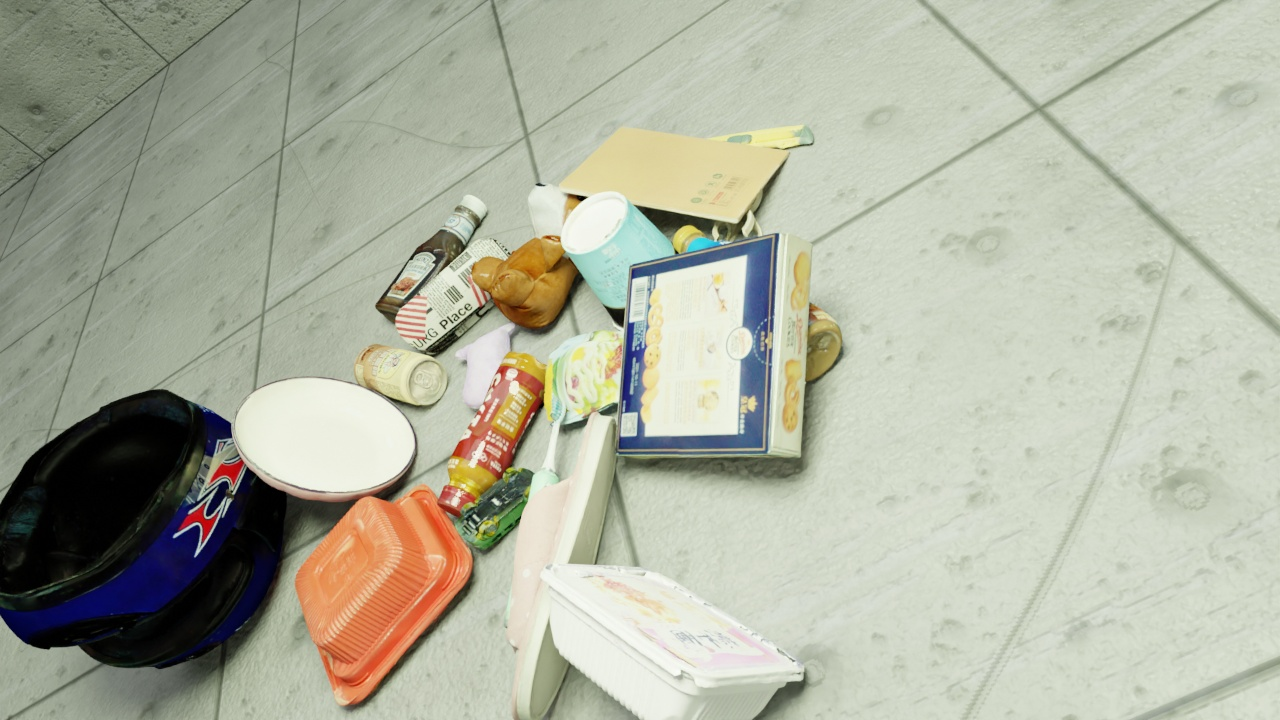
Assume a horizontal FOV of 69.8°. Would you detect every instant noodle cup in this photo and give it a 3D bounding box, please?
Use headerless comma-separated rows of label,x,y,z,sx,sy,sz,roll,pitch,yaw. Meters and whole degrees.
instant noodle cup,0.014,0.209,0.664,0.174,0.137,0.060,23,95,44
instant noodle cup,-0.263,0.215,0.891,0.189,0.079,0.164,-50,39,-2
instant noodle cup,-0.016,-0.106,0.935,0.111,0.120,0.111,-20,47,23

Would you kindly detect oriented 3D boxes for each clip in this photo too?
clip,0.115,-0.148,0.940,0.082,0.035,0.104,-1,49,40

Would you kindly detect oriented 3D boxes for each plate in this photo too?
plate,-0.344,0.090,1.002,0.039,0.192,0.192,-67,32,30

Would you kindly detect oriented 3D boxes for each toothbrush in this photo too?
toothbrush,-0.092,0.137,0.849,0.026,0.027,0.224,-6,59,26

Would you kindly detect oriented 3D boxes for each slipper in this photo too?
slipper,-0.072,0.163,0.773,0.054,0.114,0.273,7,56,12

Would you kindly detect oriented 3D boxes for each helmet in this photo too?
helmet,-0.501,0.197,0.954,0.247,0.241,0.315,-17,36,0

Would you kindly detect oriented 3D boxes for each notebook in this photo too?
notebook,0.036,-0.204,0.983,0.208,0.008,0.147,14,45,24

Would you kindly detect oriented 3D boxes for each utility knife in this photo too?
utility knife,0.107,-0.243,1.037,0.199,0.021,0.030,-1,56,42

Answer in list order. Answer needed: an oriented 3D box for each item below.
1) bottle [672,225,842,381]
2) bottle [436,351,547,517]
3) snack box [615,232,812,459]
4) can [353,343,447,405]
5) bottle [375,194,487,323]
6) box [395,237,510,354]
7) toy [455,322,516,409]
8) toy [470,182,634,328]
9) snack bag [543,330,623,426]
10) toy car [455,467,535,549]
bottle,0.096,-0.064,0.848,0.065,0.065,0.218,-42,47,1
bottle,-0.149,0.076,0.933,0.058,0.057,0.174,5,61,39
snack box,0.058,-0.006,0.787,0.183,0.045,0.177,-5,76,46
can,-0.284,0.016,1.080,0.116,0.058,0.058,12,64,41
bottle,-0.266,-0.133,1.200,0.080,0.044,0.194,13,65,41
box,-0.220,-0.079,1.091,0.163,0.087,0.076,-40,57,-2
toy,-0.173,0.010,1.018,0.084,0.039,0.107,-27,45,17
toy,-0.095,-0.134,1.025,0.199,0.130,0.140,-40,30,-11
snack bag,-0.005,0.005,0.901,0.191,0.039,0.110,-13,47,25
toy car,-0.134,0.142,0.882,0.091,0.036,0.043,-42,45,-16
